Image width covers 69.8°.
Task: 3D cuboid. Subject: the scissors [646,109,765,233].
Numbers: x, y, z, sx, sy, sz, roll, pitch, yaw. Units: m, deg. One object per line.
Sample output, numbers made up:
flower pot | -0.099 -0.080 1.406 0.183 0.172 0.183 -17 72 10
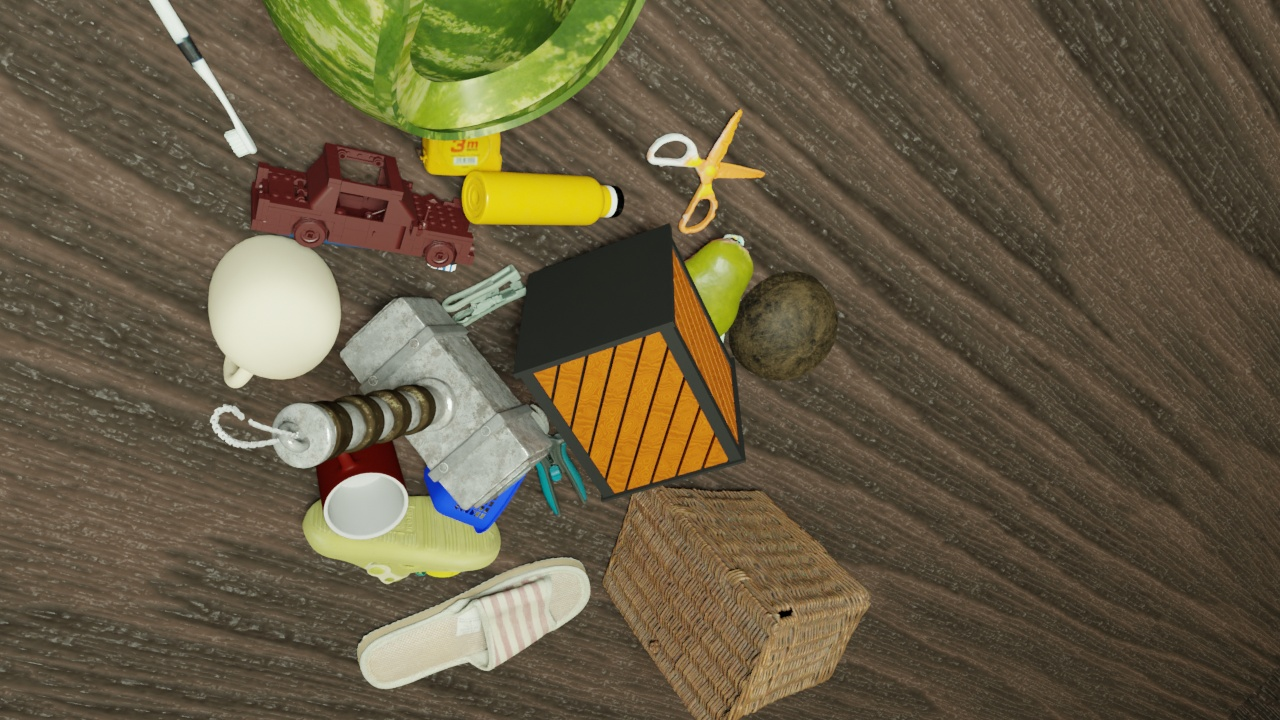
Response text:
scissors | 0.059 -0.178 0.854 0.131 0.011 0.125 17 111 -32

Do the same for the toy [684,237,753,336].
toy | 0.067 -0.068 0.893 0.090 0.051 0.110 32 114 -24

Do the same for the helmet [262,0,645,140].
helmet | -0.135 -0.273 0.568 0.212 0.247 0.244 -17 168 -34

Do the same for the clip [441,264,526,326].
clip | -0.141 -0.057 0.829 0.076 0.023 0.044 -29 125 -9

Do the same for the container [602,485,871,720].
container | 0.109 0.254 1.003 0.182 0.250 0.162 2 118 -35

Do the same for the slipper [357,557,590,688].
slipper | -0.176 0.294 1.005 0.262 0.052 0.115 -19 126 -13

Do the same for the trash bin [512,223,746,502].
trash bin | -0.005 0.005 0.826 0.140 0.139 0.172 -18 128 15

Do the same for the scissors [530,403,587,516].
scissors | -0.096 0.108 0.951 0.133 0.019 0.146 20 110 -33

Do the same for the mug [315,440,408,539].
mug | -0.259 0.096 0.828 0.073 0.082 0.106 -22 126 -11

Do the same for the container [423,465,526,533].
container | -0.154 0.093 0.868 0.058 0.096 0.114 28 98 -30

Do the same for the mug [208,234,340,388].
mug | -0.295 -0.028 0.726 0.096 0.099 0.120 32 102 -35

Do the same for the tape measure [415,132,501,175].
tape measure | -0.147 -0.181 0.746 0.068 0.030 0.059 -9 123 -27

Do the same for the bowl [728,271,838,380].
bowl | 0.160 -0.027 0.963 0.121 0.056 0.121 -11 123 -18

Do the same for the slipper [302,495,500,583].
slipper | -0.232 0.182 0.891 0.190 0.091 0.082 11 116 -26

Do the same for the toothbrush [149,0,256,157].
toothbrush | -0.327 -0.227 0.647 0.017 0.012 0.187 -25 126 -5

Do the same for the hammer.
hammer | -0.181 0.040 0.662 0.079 0.326 0.177 -40 86 9

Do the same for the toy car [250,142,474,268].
toy car | -0.213 -0.124 0.724 0.169 0.070 0.062 7 127 -28

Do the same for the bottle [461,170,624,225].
bottle | -0.078 -0.137 0.784 0.143 0.043 0.043 -6 122 -38

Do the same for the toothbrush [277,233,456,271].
toothbrush | -0.234 -0.098 0.766 0.167 0.014 0.014 9 126 -27

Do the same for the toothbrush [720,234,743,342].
toothbrush | 0.084 -0.054 0.938 0.022 0.015 0.155 11 118 8
